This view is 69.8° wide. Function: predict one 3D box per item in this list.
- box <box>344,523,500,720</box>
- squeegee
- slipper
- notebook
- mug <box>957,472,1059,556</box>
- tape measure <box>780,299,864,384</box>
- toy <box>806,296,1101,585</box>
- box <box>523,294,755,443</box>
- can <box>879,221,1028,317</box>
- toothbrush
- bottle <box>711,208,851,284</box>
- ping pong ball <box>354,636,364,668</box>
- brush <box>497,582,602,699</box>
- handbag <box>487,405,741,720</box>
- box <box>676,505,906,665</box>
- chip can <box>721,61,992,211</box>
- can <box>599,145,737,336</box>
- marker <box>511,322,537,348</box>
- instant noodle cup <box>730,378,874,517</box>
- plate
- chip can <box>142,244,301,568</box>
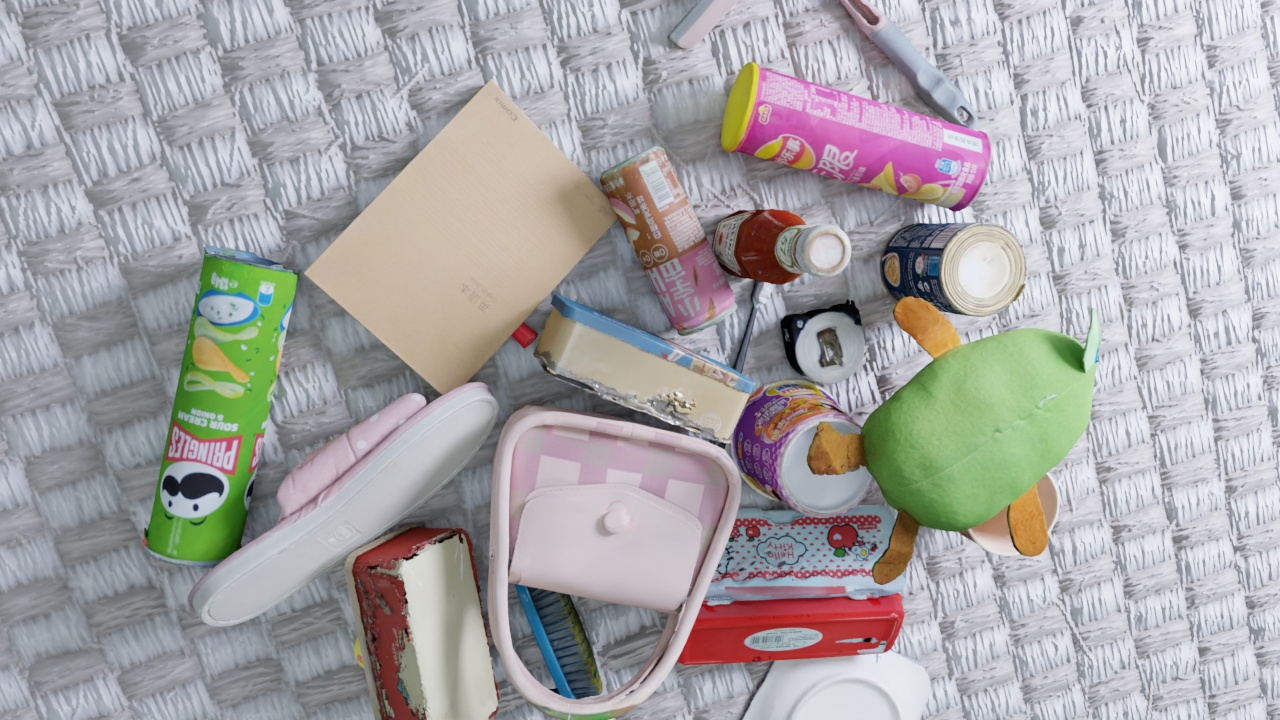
[{"bbox_3d":[-0.166,0.222,0.730,0.076,0.091,0.168,-3,101,31],"label":"box"},{"bbox_3d":[0.193,-0.279,0.757,0.249,0.040,0.248,39,106,-18],"label":"squeegee"},{"bbox_3d":[-0.229,0.102,0.711,0.274,0.114,0.054,-39,68,-6],"label":"slipper"},{"bbox_3d":[-0.135,-0.095,0.729,0.149,0.012,0.211,44,82,-14],"label":"notebook"},{"bbox_3d":[0.279,0.107,0.791,0.114,0.106,0.081,22,94,-12],"label":"mug"},{"bbox_3d":[0.159,-0.013,0.792,0.065,0.033,0.066,-15,100,-5],"label":"tape measure"},{"bbox_3d":[0.247,0.056,0.698,0.246,0.090,0.227,-30,99,-7],"label":"toy"},{"bbox_3d":[-0.004,0.004,0.736,0.184,0.090,0.060,24,94,-19],"label":"box"},{"bbox_3d":[0.256,-0.077,0.758,0.075,0.111,0.075,-1,98,-9],"label":"can"},{"bbox_3d":[0.084,0.015,0.793,0.015,0.018,0.181,13,97,-19],"label":"toothbrush"},{"bbox_3d":[0.103,-0.084,0.684,0.059,0.206,0.060,-1,99,-9],"label":"bottle"},{"bbox_3d":[-0.217,0.238,0.761,0.040,0.040,0.040,-1,98,-9],"label":"ping pong ball"},{"bbox_3d":[-0.085,0.232,0.775,0.073,0.055,0.144,-22,101,-6],"label":"brush"},{"bbox_3d":[-0.034,0.161,0.723,0.193,0.093,0.234,13,77,-9],"label":"handbag"},{"bbox_3d":[0.125,0.194,0.807,0.201,0.098,0.119,-2,133,-3],"label":"box"},{"bbox_3d":[0.176,-0.180,0.751,0.210,0.071,0.071,13,96,-11],"label":"chip can"},{"bbox_3d":[0.023,-0.096,0.744,0.058,0.058,0.147,-28,101,-5],"label":"can"},{"bbox_3d":[-0.141,-0.064,0.743,0.145,0.017,0.017,44,89,-12],"label":"marker"},{"bbox_3d":[0.140,0.079,0.769,0.111,0.099,0.111,-1,99,-8],"label":"instant noodle cup"},{"bbox_3d":[0.183,0.335,0.845,0.164,0.034,0.163,26,93,-11],"label":"plate"},{"bbox_3d":[-0.319,0.035,0.700,0.072,0.072,0.236,13,95,-11],"label":"chip can"}]
